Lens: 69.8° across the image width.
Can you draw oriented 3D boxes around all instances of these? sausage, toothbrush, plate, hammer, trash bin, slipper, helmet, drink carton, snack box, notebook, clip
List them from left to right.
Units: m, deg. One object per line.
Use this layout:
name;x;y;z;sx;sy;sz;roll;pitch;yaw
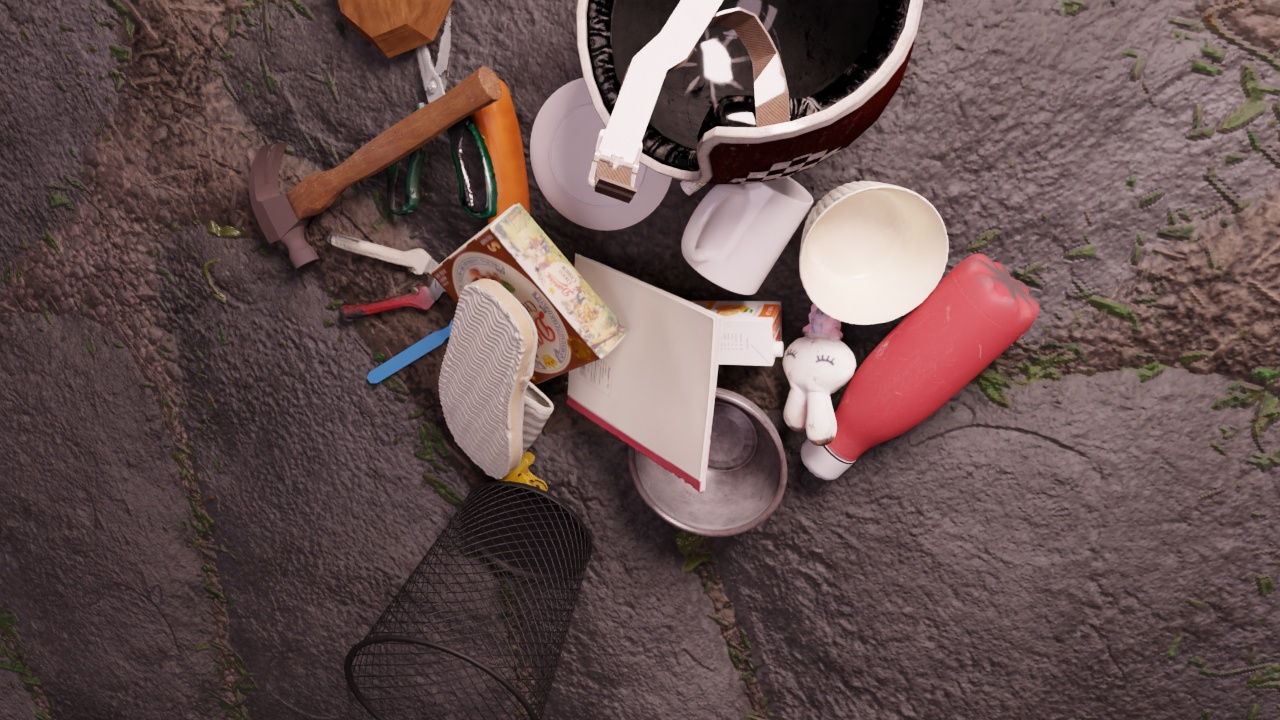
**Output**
hammer;-0.248;-0.183;0.832;0.324;0.033;0.115;-19;99;34
plate;-0.219;-0.331;0.787;0.131;0.025;0.131;7;106;24
toothbrush;-0.220;-0.014;0.934;0.167;0.014;0.016;-27;101;29
trash bin;-0.146;0.239;0.880;0.184;0.209;0.184;10;129;12
slipper;-0.134;0.020;0.849;0.114;0.053;0.273;37;146;14
sausage;-0.125;-0.171;0.825;0.044;0.039;0.164;3;111;23
snack box;-0.102;-0.052;0.818;0.147;0.041;0.143;50;148;-14
clip;-0.118;0.124;0.954;0.046;0.037;0.053;48;115;10
plate;-0.037;-0.180;0.809;0.135;0.011;0.135;6;112;15
notebook;-0.005;0.005;0.798;0.209;0.012;0.153;29;122;49
drink carton;0.066;-0.025;0.810;0.123;0.058;0.040;2;111;17
helmet;0.067;-0.223;0.620;0.233;0.253;0.233;-7;94;-6

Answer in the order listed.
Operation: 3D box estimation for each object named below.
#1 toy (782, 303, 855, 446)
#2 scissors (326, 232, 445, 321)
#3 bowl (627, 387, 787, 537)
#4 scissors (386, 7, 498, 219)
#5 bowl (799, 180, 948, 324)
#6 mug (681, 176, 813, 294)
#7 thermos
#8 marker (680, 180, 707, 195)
toy;0.151;0.010;0.794;0.038;0.079;0.122;6;92;-27
scissors;-0.230;-0.080;0.907;0.179;0.015;0.187;43;116;-2
bowl;0.067;0.083;0.848;0.145;0.067;0.145;6;112;15
scissors;-0.196;-0.206;0.831;0.180;0.015;0.206;-20;83;44
bowl;0.179;-0.093;0.734;0.115;0.062;0.115;-1;119;-2
mug;0.076;-0.111;0.747;0.074;0.110;0.091;45;120;27
thermos;0.221;0.017;0.771;0.073;0.073;0.241;39;122;0
marker;0.094;-0.184;0.763;0.146;0.017;0.017;-33;98;25
